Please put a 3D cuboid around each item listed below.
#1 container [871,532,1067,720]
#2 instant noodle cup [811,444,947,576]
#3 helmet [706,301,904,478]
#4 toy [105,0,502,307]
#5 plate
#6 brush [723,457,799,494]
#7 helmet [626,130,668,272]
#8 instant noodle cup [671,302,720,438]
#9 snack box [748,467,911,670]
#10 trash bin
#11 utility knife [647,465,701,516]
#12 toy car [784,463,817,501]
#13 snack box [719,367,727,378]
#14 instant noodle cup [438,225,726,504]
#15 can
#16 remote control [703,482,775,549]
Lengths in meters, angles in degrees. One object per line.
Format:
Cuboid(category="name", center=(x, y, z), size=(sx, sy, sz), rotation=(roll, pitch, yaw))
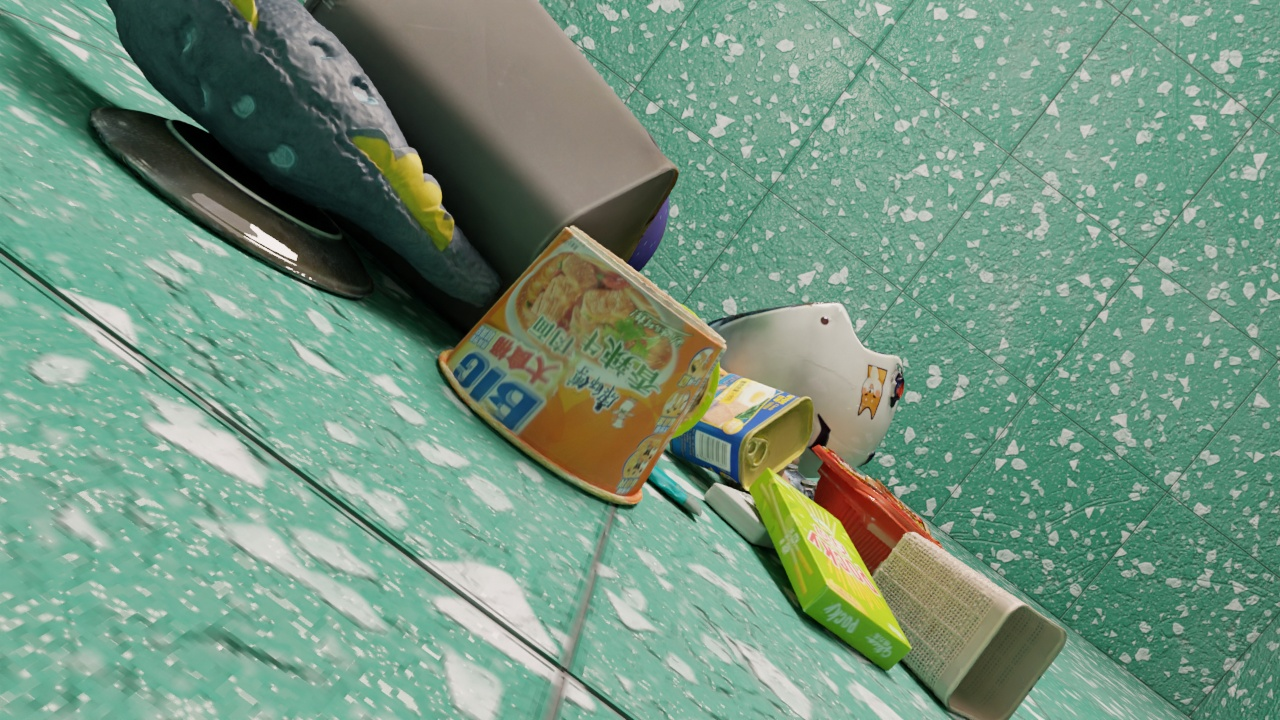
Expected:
Cuboid(category="container", center=(0.232, 0.195, 0.684), size=(0.090, 0.090, 0.111), rotation=(33, 4, -37))
Cuboid(category="instant noodle cup", center=(0.239, 0.171, 0.925), size=(0.164, 0.079, 0.189), rotation=(40, 2, -8))
Cuboid(category="helmet", center=(0.184, 0.058, 1.079), size=(0.231, 0.156, 0.274), rotation=(-7, -37, 36))
Cuboid(category="toy", center=(-0.223, -0.164, 0.543), size=(0.356, 0.091, 0.138), rotation=(41, -10, 5))
Cuboid(category="plate", center=(-0.230, -0.099, 0.543), size=(0.179, 0.024, 0.179), rotation=(36, 6, -5))
Cuboid(category="brush", center=(0.113, 0.092, 0.876), size=(0.063, 0.073, 0.145), rotation=(37, 7, -9))
Cuboid(category="helmet", center=(-0.112, -0.220, 1.095), size=(0.315, 0.247, 0.241), rotation=(43, -13, 0))
Cuboid(category="instant noodle cup", center=(-0.004, 0.004, 0.746), size=(0.111, 0.111, 0.123), rotation=(36, -3, -9))
Cuboid(category="snack box", center=(0.131, 0.144, 0.658), size=(0.085, 0.026, 0.156), rotation=(38, 14, -19))
Cuboid(category="trash bin", center=(-0.114, -0.143, 0.668), size=(0.220, 0.199, 0.198), rotation=(46, 47, 8))
Cuboid(category="utility knife", center=(-0.026, 0.050, 0.649), size=(0.182, 0.013, 0.029), rotation=(38, 5, 12))
Cuboid(category="toy car", center=(0.152, 0.134, 0.936), size=(0.034, 0.043, 0.090), rotation=(8, 10, -13))
Cuboid(category="snack box", center=(0.053, 0.037, 0.934), size=(0.026, 0.075, 0.153), rotation=(40, 6, 15))
Cuboid(category="instant noodle cup", center=(-0.028, -0.002, 0.554), size=(0.151, 0.111, 0.151), rotation=(37, 6, -5))
Cuboid(category="can", center=(0.086, 0.058, 0.790), size=(0.083, 0.057, 0.101), rotation=(21, 36, 38))
Cuboid(category="remote control", center=(0.104, 0.131, 0.750), size=(0.058, 0.021, 0.150), rotation=(41, 7, 31))
